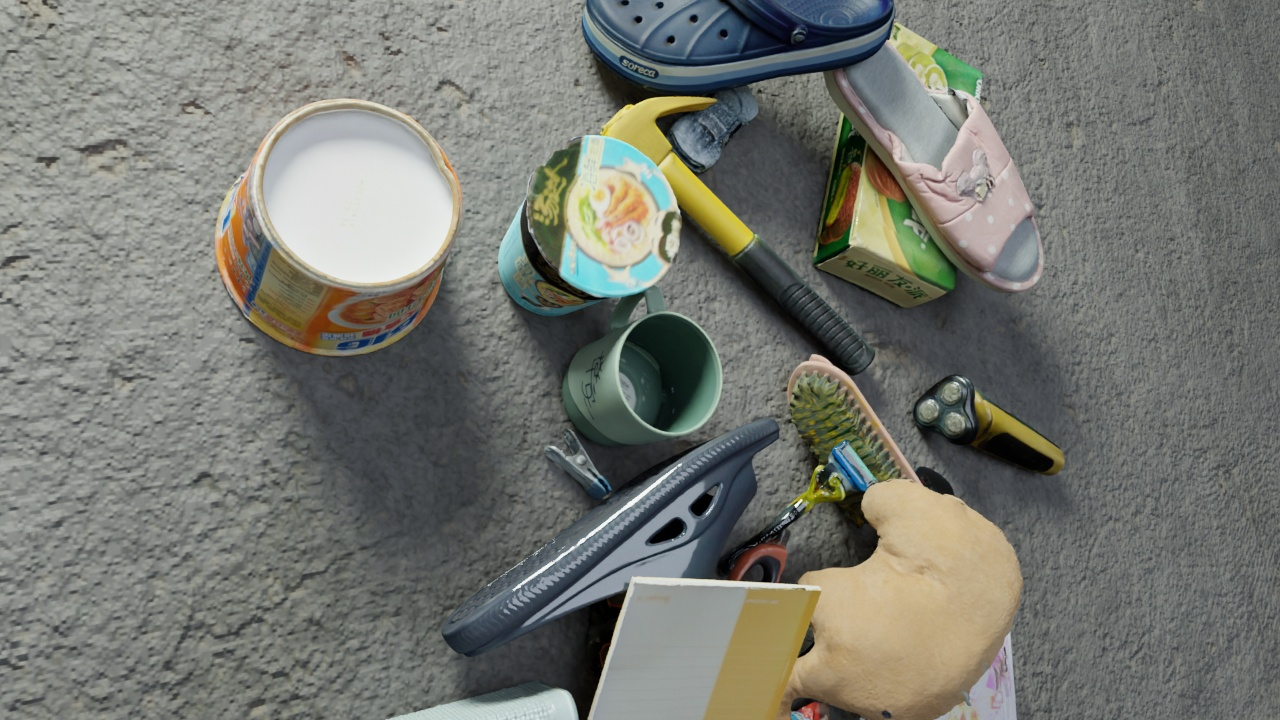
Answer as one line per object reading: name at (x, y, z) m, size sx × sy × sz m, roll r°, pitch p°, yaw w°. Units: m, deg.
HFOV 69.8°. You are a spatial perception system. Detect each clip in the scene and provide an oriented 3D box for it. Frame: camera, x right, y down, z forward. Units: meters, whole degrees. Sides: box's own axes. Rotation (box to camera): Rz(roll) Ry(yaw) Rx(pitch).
clip at (-0.045, 0.079, 0.666) m, size 0.057 × 0.024 × 0.028 m, roll 50°, pitch 59°, yaw -4°

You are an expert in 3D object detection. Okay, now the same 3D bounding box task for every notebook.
notebook at (0.031, 0.238, 0.615) m, size 0.145 × 0.010 × 0.206 m, roll 9°, pitch 106°, yaw -26°

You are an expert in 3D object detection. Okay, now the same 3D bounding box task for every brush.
brush at (0.172, 0.063, 0.761) m, size 0.145 × 0.063 × 0.072 m, roll 57°, pitch 32°, yaw -2°

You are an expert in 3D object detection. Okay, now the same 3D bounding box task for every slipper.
slipper at (0.080, -0.278, 0.723) m, size 0.253 × 0.095 × 0.105 m, roll -4°, pitch 52°, yaw -4°
slipper at (-0.004, 0.133, 0.627) m, size 0.267 × 0.111 × 0.083 m, roll -32°, pitch 90°, yaw -22°
slipper at (0.263, -0.174, 0.785) m, size 0.114 × 0.055 × 0.274 m, roll -43°, pitch 97°, yaw -26°

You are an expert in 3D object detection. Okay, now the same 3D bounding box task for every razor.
razor at (0.118, 0.122, 0.719) m, size 0.142 × 0.022 × 0.042 m, roll -38°, pitch 86°, yaw -6°
razor at (0.325, 0.067, 0.838) m, size 0.167 × 0.062 × 0.067 m, roll 25°, pitch 36°, yaw -25°

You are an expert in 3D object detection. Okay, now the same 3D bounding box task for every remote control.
remote control at (0.239, 0.145, 0.776) m, size 0.053 × 0.024 × 0.136 m, roll 32°, pitch 42°, yaw -3°

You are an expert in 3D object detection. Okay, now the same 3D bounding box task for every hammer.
hammer at (0.086, -0.094, 0.755) m, size 0.300 × 0.033 × 0.128 m, roll 42°, pitch 82°, yaw -16°

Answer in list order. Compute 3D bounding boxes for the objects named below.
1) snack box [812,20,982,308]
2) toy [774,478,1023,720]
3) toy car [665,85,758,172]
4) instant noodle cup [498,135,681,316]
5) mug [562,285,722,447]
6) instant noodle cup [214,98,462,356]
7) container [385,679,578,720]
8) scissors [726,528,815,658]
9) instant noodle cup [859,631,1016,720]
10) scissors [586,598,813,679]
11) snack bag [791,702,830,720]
snack box at (0.238, -0.179, 0.842) m, size 0.114 × 0.063 × 0.239 m, roll 21°, pitch 70°, yaw -20°
toy at (0.180, 0.196, 0.664) m, size 0.143 × 0.082 × 0.225 m, roll 35°, pitch 74°, yaw 24°
toy car at (0.064, -0.205, 0.780) m, size 0.049 × 0.031 × 0.105 m, roll 44°, pitch 63°, yaw -12°
instant noodle cup at (-0.046, -0.081, 0.647) m, size 0.111 × 0.121 × 0.111 m, roll 6°, pitch 75°, yaw -24°
mug at (-0.004, 0.004, 0.654) m, size 0.082 × 0.107 × 0.111 m, roll 2°, pitch 79°, yaw -26°
instant noodle cup at (-0.186, -0.087, 0.583) m, size 0.151 × 0.112 × 0.151 m, roll 6°, pitch 76°, yaw -26°
container at (-0.101, 0.256, 0.564) m, size 0.111 × 0.090 × 0.090 m, roll -3°, pitch 80°, yaw -23°
scissors at (0.062, 0.215, 0.671) m, size 0.196 × 0.015 × 0.214 m, roll 14°, pitch 83°, yaw -27°
instant noodle cup at (0.231, 0.280, 0.738) m, size 0.138 × 0.060 × 0.173 m, roll 7°, pitch 74°, yaw -25°
scissors at (0.067, 0.198, 0.696) m, size 0.234 × 0.022 × 0.125 m, roll -5°, pitch 81°, yaw -27°
snack bag at (0.098, 0.283, 0.690) m, size 0.104 × 0.026 × 0.048 m, roll 9°, pitch 63°, yaw -25°
